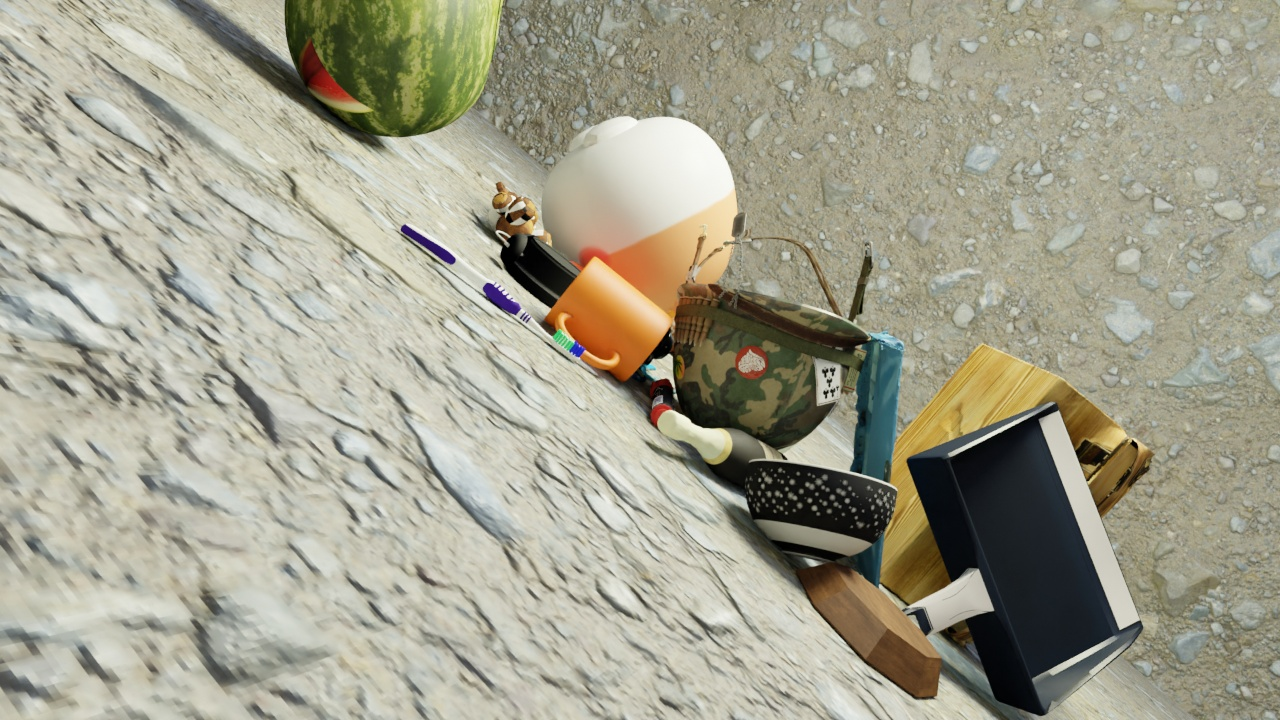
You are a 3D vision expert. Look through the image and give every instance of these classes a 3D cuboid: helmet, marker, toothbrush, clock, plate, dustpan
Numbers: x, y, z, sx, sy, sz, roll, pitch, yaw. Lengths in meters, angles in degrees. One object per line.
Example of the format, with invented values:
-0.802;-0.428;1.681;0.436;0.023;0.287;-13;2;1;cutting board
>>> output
-0.273;-0.368;1.016;0.213;0.248;0.242;22;43;19;helmet
0.020;0.039;0.879;0.023;0.021;0.145;9;9;0;marker
0.128;-0.028;0.913;0.192;0.235;0.225;17;-23;-15;helmet
-0.123;-0.058;0.778;0.186;0.016;0.015;38;8;-14;toothbrush
-0.107;-0.099;0.982;0.120;0.042;0.091;39;8;0;clock
0.178;0.198;0.696;0.131;0.025;0.131;38;8;-7;plate
-0.010;-0.036;0.979;0.090;0.052;0.129;39;2;13;clock
0.324;0.185;0.815;0.080;0.272;0.236;146;-75;-76;dustpan

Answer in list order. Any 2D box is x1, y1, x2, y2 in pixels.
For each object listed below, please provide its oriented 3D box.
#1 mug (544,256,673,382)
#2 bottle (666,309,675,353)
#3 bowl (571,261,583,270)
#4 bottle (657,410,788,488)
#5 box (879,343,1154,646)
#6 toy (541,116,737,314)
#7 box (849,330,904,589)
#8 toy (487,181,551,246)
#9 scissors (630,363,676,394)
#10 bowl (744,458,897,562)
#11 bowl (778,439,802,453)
-0.035;-0.031;0.854;0.096;0.078;0.112;39;32;-5;mug
0.052;-0.046;1.343;0.167;0.059;0.059;44;9;29;bottle
-0.049;-0.068;1.096;0.122;0.035;0.122;38;8;-7;bowl
0.072;0.078;0.804;0.184;0.045;0.045;30;13;-50;bottle
0.406;0.165;1.013;0.220;0.279;0.258;40;9;-4;box
0.001;-0.184;1.229;0.281;0.265;0.263;66;-15;-15;toy
0.231;0.093;0.892;0.033;0.231;0.174;5;8;6;box
-0.152;-0.173;1.112;0.112;0.067;0.087;-105;171;-55;toy
-0.004;0.007;0.983;0.137;0.012;0.127;37;8;-27;scissors
0.140;0.125;0.737;0.120;0.066;0.120;12;-12;2;bowl
0.139;0.070;1.094;0.117;0.061;0.117;39;9;-7;bowl
